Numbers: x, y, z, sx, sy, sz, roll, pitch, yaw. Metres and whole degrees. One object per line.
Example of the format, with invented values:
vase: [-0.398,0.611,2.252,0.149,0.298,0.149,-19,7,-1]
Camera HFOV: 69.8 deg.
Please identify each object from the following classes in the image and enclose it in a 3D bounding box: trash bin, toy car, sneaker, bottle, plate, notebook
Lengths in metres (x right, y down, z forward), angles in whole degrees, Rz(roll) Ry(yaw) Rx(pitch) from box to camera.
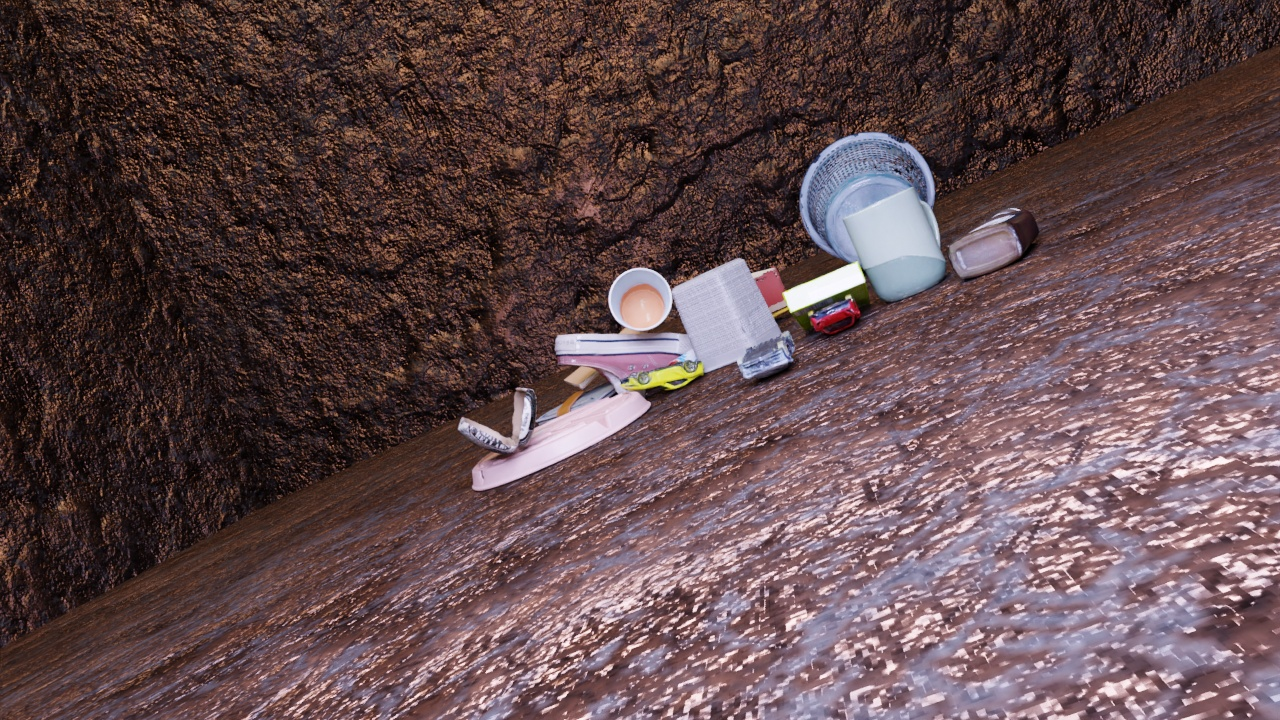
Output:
trash bin: [0.374,-0.244,1.495,0.227,0.226,0.194,-24,17,18]
toy car: [0.203,-0.046,0.955,0.049,0.031,0.106,-25,-8,14]
sneaker: [-0.007,0.007,1.229,0.240,0.088,0.118,-1,1,-37]
toy car: [0.027,0.022,1.122,0.105,0.032,0.048,-12,1,-13]
bottle: [0.376,-0.130,0.962,0.080,0.044,0.194,-22,4,33]
plate: [-0.096,0.089,1.076,0.229,0.028,0.229,-25,4,2]
notebook: [-0.047,-0.012,1.392,0.149,0.012,0.211,-41,7,-7]
toy car: [0.123,-0.002,0.884,0.049,0.031,0.105,-25,2,16]

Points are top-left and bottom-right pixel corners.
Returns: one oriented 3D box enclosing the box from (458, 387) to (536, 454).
box: [-0.159,0.066,1.010,0.087,0.076,0.162,2,1,-13]

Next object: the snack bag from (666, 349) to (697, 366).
snack bag: [0.065,0.003,1.195,0.026,0.045,0.105,32,42,31]

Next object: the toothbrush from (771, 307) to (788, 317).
toothbrush: [0.182,-0.054,1.388,0.192,0.018,0.016,-26,1,29]

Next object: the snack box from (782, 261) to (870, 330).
snack box: [0.211,-0.069,1.025,0.086,0.026,0.156,-23,-11,13]

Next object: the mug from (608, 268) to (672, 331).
mug: [0.001,-0.071,1.189,0.078,0.078,0.123,-25,-4,0]

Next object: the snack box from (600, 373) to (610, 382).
snack box: [-0.018,0.004,1.425,0.057,0.058,0.208,-48,9,-12]

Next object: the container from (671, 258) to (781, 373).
container: [0.106,-0.059,1.158,0.090,0.114,0.090,-21,6,37]

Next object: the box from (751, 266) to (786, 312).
box: [0.160,-0.104,1.436,0.091,0.078,0.168,-24,5,-12]

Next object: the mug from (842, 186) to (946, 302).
mug: [0.291,-0.130,1.013,0.111,0.106,0.082,-28,4,-31]

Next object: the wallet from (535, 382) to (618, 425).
wallet: [-0.078,0.059,1.317,0.130,0.037,0.106,-22,4,40]
